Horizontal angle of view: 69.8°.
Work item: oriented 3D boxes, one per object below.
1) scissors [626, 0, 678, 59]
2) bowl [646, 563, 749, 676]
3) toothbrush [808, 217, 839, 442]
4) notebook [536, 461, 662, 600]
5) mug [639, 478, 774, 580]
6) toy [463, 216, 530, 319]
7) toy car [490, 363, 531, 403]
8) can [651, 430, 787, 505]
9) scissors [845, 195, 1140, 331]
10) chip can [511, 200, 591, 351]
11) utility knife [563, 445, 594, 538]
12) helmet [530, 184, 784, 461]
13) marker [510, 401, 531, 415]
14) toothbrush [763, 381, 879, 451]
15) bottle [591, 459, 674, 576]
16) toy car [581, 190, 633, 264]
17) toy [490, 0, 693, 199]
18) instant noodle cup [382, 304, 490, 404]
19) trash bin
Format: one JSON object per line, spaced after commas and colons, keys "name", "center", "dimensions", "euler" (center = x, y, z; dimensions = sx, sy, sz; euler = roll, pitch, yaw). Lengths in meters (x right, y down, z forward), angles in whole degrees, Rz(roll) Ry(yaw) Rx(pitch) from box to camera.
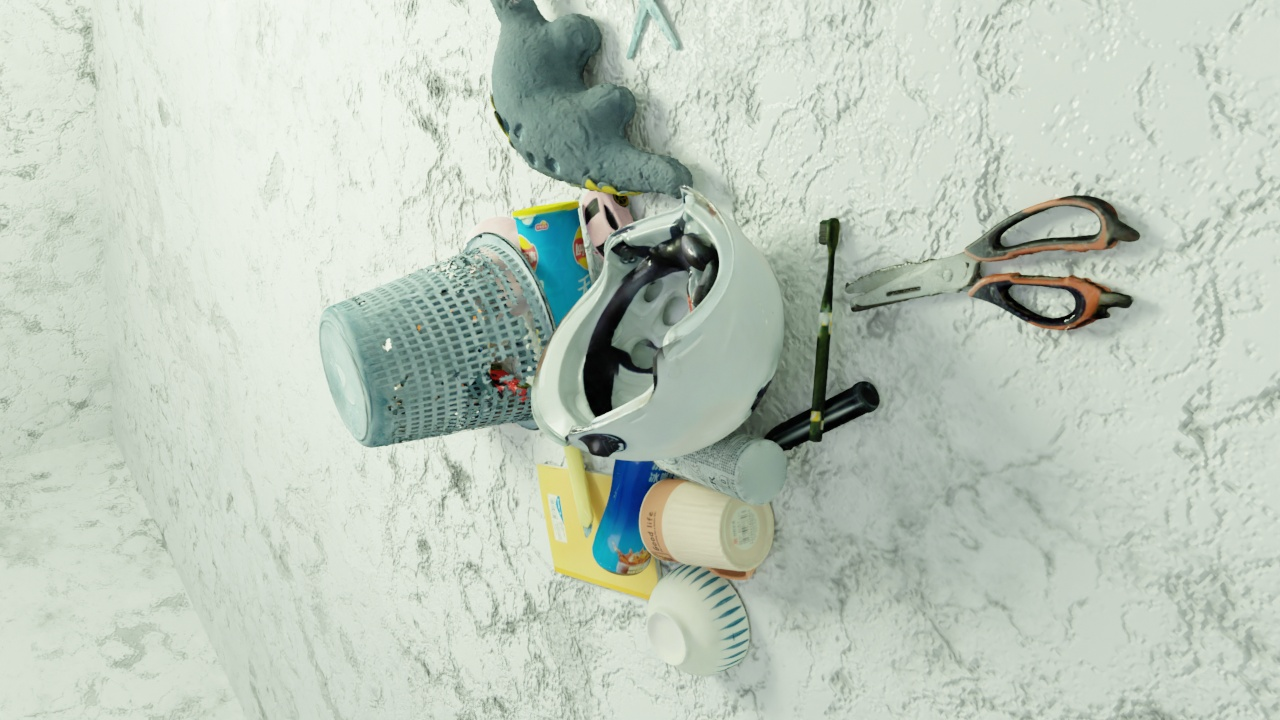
{"name": "scissors", "center": [0.003, -0.345, 0.853], "dimensions": [0.135, 0.017, 0.134], "euler": [47, 136, 26]}
{"name": "bowl", "center": [0.049, 0.274, 0.948], "dimensions": [0.117, 0.066, 0.116], "euler": [19, 115, 45]}
{"name": "toothbrush", "center": [0.150, -0.024, 0.759], "dimensions": [0.017, 0.012, 0.186], "euler": [11, 100, 55]}
{"name": "notebook", "center": [-0.052, 0.200, 1.085], "dimensions": [0.207, 0.010, 0.146], "euler": [0, 101, 49]}
{"name": "mug", "center": [0.071, 0.170, 0.889], "dimensions": [0.106, 0.081, 0.114], "euler": [-4, 125, 48]}
{"name": "toy", "center": [-0.145, -0.110, 1.066], "dimensions": [0.160, 0.054, 0.121], "euler": [-4, 99, 39]}
{"name": "toy car", "center": [-0.169, 0.042, 1.159], "dimensions": [0.106, 0.031, 0.049], "euler": [27, 122, 39]}
{"name": "can", "center": [0.067, 0.088, 0.844], "dimensions": [0.147, 0.058, 0.058], "euler": [12, 110, 57]}
{"name": "scissors", "center": [0.242, -0.051, 0.664], "dimensions": [0.193, 0.015, 0.207], "euler": [51, 135, 25]}
{"name": "chip can", "center": [-0.083, -0.061, 0.982], "dimensions": [0.071, 0.071, 0.210], "euler": [6, 110, 48]}
{"name": "utility knife", "center": [-0.077, 0.127, 1.073], "dimensions": [0.031, 0.018, 0.162], "euler": [-28, 66, 47]}
{"name": "helmet", "center": [0.028, -0.008, 0.804], "dimensions": [0.259, 0.146, 0.228], "euler": [-39, 33, 41]}
{"name": "marker", "center": [-0.115, 0.054, 1.093], "dimensions": [0.124, 0.015, 0.018], "euler": [-9, 90, 39]}
{"name": "toothbrush", "center": [0.129, 0.070, 0.824], "dimensions": [0.213, 0.026, 0.027], "euler": [-37, 66, 48]}
{"name": "bottle", "center": [0.002, 0.119, 0.950], "dimensions": [0.065, 0.065, 0.219], "euler": [33, 119, 39]}
{"name": "toy car", "center": [-0.025, -0.122, 0.937], "dimensions": [0.056, 0.037, 0.122], "euler": [-37, 74, 50]}
{"name": "toy", "center": [-0.081, -0.263, 0.918], "dimensions": [0.138, 0.091, 0.356], "euler": [-45, 69, 33]}
{"name": "instant noodle cup", "center": [-0.270, -0.005, 1.174], "dimensions": [0.151, 0.111, 0.151], "euler": [6, 97, 59]}
{"name": "trash bin", "center": [-0.221, -0.006, 0.970], "dimensions": [0.227, 0.194, 0.227], "euler": [32, 131, 46]}
